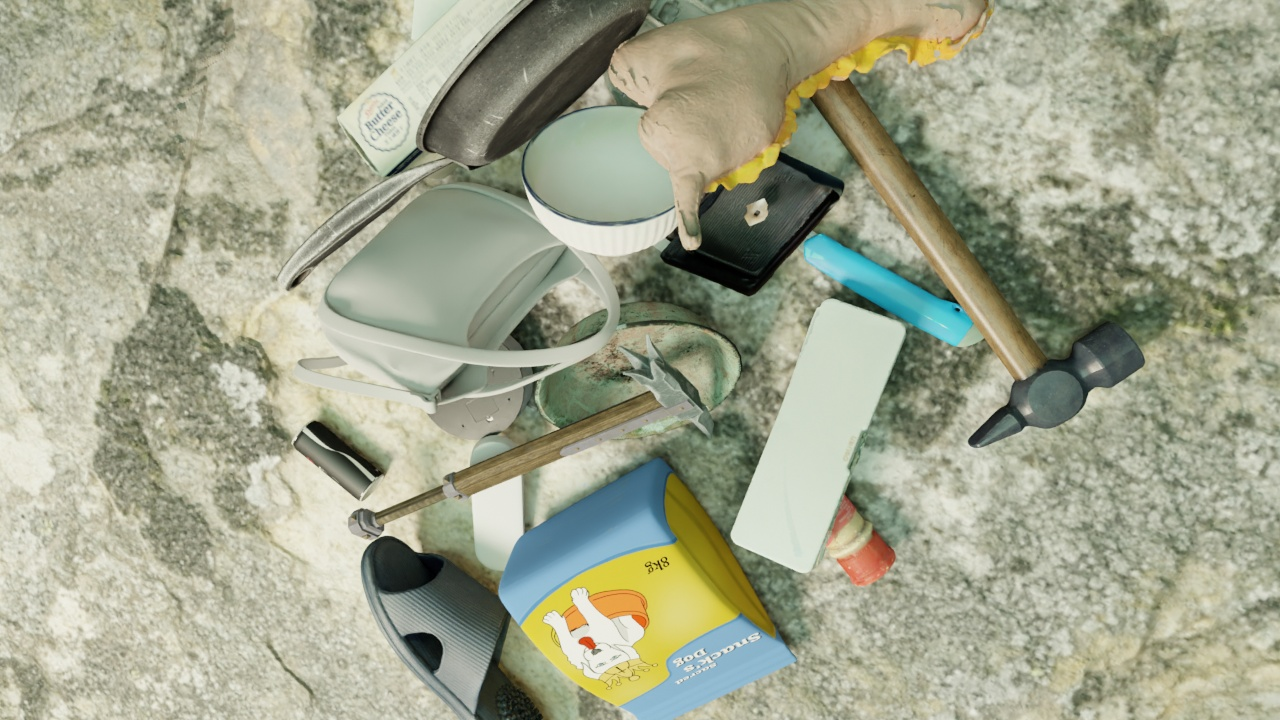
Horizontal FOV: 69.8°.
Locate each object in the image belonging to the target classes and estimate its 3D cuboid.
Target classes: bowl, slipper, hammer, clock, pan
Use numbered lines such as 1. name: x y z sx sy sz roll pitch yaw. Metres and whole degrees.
1. bowl: -0.004 0.004 0.697 0.158 0.157 0.038 -22 55 17
2. slipper: -0.136 0.249 0.796 0.082 0.101 0.263 -31 100 10
3. bowl: -0.019 -0.112 0.624 0.118 0.117 0.062 12 144 10
4. hammer: -0.098 0.083 0.723 0.317 0.147 0.028 -23 55 18
5. clock: -0.143 0.007 0.768 0.095 0.035 0.122 -29 94 17
6. hammer: 0.211 -0.089 0.660 0.129 0.040 0.321 -36 90 7
7. pan: -0.126 -0.143 0.611 0.358 0.186 0.055 -39 96 24

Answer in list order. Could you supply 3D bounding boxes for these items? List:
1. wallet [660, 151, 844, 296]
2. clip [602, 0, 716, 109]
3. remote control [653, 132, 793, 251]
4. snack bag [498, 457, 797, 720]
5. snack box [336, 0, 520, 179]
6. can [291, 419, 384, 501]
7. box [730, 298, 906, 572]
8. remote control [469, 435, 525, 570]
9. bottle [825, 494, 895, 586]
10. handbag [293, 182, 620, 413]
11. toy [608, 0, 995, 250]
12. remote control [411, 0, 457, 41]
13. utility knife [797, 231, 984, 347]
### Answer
1. wallet: 0.079 -0.103 0.664 0.089 0.026 0.115 20 133 -24
2. clip: 0.019 -0.183 0.658 0.126 0.096 0.152 39 97 13
3. remote control: 0.059 -0.136 0.701 0.050 0.011 0.136 37 107 4
4. snack bag: 0.009 0.206 0.753 0.159 0.102 0.205 -32 106 17
5. snack box: -0.112 -0.218 0.674 0.208 0.104 0.057 -36 90 18
6. can: -0.269 0.089 0.817 0.080 0.031 0.032 39 108 2
7. box: 0.130 0.054 0.683 0.083 0.066 0.199 20 89 -8
8. remote control: -0.121 0.124 0.783 0.043 0.013 0.137 2 118 -1
9. bottle: 0.153 0.125 0.725 0.044 0.044 0.109 -40 91 18
10. handbag: -0.114 -0.032 0.657 0.223 0.215 0.096 19 148 32
11. toy: 0.117 -0.180 0.591 0.264 0.065 0.196 -13 71 -9
12. remote control: -0.141 -0.313 0.699 0.049 0.024 0.143 17 105 9
13. utility knife: 0.179 -0.059 0.689 0.178 0.015 0.031 31 104 2
